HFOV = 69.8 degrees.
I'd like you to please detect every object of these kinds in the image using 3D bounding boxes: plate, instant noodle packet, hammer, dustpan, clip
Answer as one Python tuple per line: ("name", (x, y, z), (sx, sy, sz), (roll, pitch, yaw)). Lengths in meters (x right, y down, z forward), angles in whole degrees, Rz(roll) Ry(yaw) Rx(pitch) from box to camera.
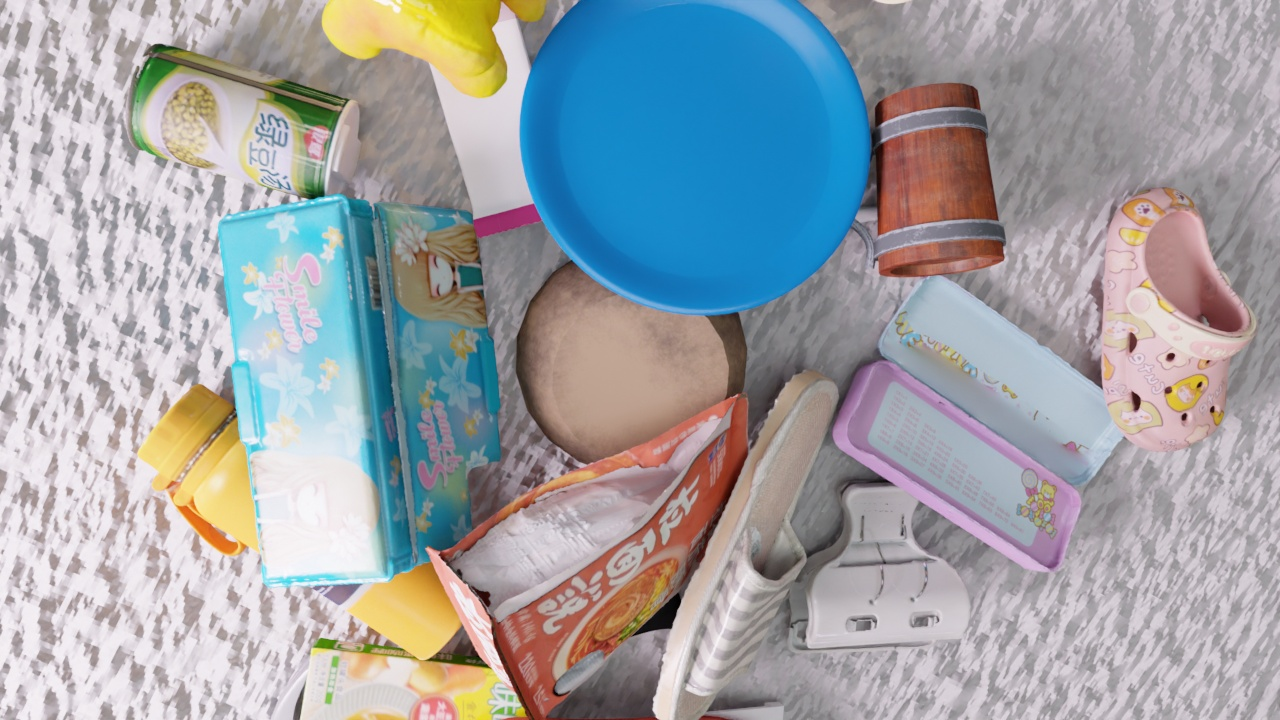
("plate", (0.036, -0.140, 0.586), (0.224, 0.024, 0.224), (0, 87, -8))
("instant noodle packet", (-0.012, 0.125, 0.609), (0.220, 0.084, 0.165), (-34, 141, -21))
("hammer", (-0.121, 0.237, 0.690), (0.323, 0.029, 0.127), (-21, 105, -2))
("dustpan", (0.005, 0.396, 0.727), (0.191, 0.053, 0.258), (3, 94, -22))
("clip", (0.180, 0.165, 0.683), (0.126, 0.105, 0.152), (-1, 114, -9))

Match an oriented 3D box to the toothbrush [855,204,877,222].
("toothbrush", (0.128, -0.095, 0.646), (0.186, 0.012, 0.017), (-11, 118, -4))

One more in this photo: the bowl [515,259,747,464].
("bowl", (-0.004, 0.004, 0.623), (0.162, 0.070, 0.162), (-2, 104, -7))

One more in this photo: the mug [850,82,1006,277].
("mug", (0.175, -0.115, 0.609), (0.117, 0.081, 0.111), (-5, 86, 19))

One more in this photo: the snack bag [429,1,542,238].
("snack bag", (-0.101, -0.183, 0.593), (0.070, 0.016, 0.196), (-16, 103, -3))

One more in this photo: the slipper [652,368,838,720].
("slipper", (0.084, 0.138, 0.650), (0.054, 0.114, 0.272), (23, 93, 25))

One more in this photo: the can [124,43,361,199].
("can", (-0.238, -0.142, 0.561), (0.121, 0.067, 0.067), (15, 101, -10))

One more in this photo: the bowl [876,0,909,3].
("bowl", (0.159, -0.267, 0.570), (0.118, 0.118, 0.074), (-31, 147, 1))

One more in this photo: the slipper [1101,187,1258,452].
("slipper", (0.386, -0.024, 0.653), (0.093, 0.081, 0.197), (-16, 102, -17))

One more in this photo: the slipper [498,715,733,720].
("slipper", (-0.004, 0.308, 0.654), (0.248, 0.059, 0.103), (11, 90, -21))

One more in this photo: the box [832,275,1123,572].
("box", (0.257, 0.048, 0.681), (0.214, 0.041, 0.151), (33, 85, -14))

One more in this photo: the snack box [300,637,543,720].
("snack box", (-0.158, 0.275, 0.655), (0.168, 0.027, 0.132), (9, 91, -8))

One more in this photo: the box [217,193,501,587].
("box", (-0.162, 0.016, 0.563), (0.168, 0.087, 0.227), (-7, 91, -20))

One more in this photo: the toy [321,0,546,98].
("toy", (-0.108, -0.259, 0.526), (0.134, 0.087, 0.193), (25, 87, 1))

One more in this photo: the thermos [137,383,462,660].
("thermos", (-0.223, 0.114, 0.618), (0.232, 0.076, 0.091), (39, 75, -14))
